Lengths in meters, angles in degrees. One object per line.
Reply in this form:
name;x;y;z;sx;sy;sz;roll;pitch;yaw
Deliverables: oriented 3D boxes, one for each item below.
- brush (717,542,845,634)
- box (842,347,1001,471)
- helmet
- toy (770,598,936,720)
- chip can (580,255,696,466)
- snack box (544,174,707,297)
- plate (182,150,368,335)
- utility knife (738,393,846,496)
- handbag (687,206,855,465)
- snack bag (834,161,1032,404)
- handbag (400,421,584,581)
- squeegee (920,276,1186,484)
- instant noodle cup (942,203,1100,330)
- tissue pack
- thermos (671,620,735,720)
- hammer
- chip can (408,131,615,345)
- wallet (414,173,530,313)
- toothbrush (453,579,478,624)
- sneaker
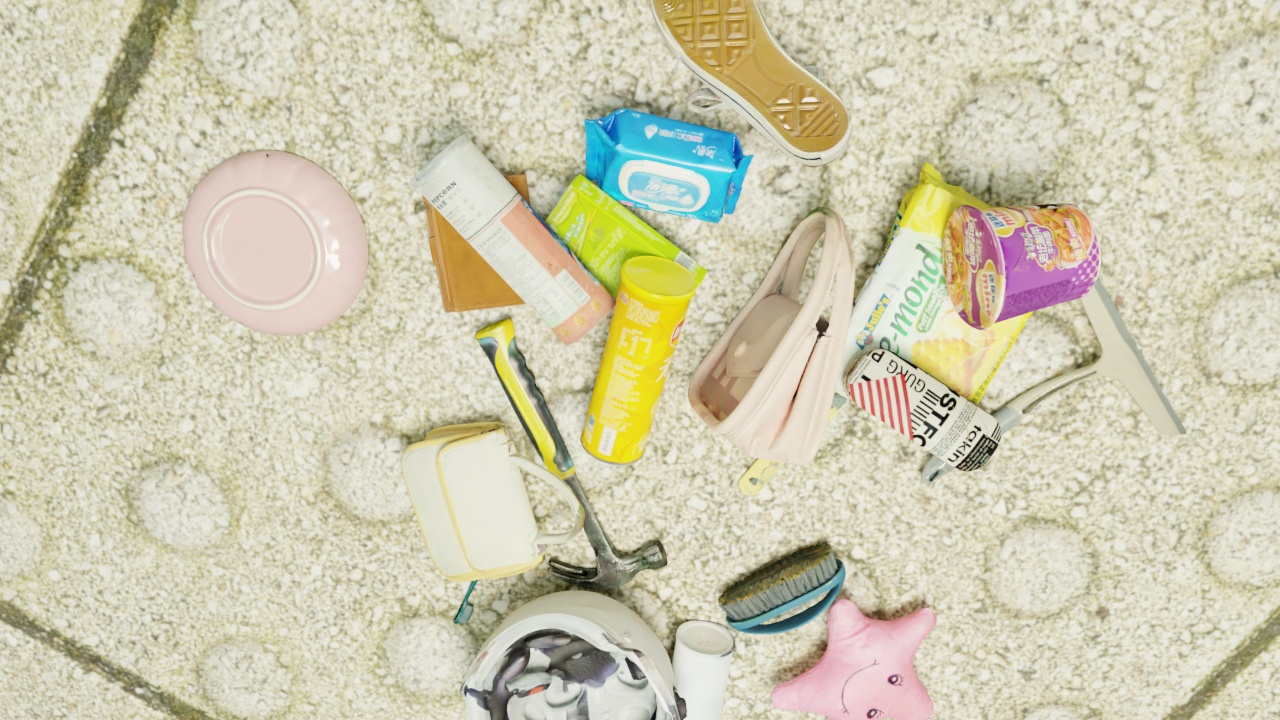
brush;0.160;0.259;1.006;0.144;0.055;0.073;-28;102;10
box;0.268;0.048;0.868;0.164;0.064;0.074;29;125;-8
helmet;-0.064;0.358;1.000;0.229;0.145;0.259;-23;108;13
toy;0.260;0.347;1.018;0.178;0.074;0.195;30;103;-10
chip can;-0.005;0.005;0.898;0.072;0.071;0.214;14;125;-2
snack box;-0.020;-0.105;0.902;0.156;0.026;0.086;36;137;-8
plate;-0.376;-0.114;0.931;0.192;0.039;0.192;1;106;3
utility knife;0.160;0.089;0.980;0.031;0.018;0.152;40;109;-3
handbag;0.136;-0.030;0.862;0.093;0.193;0.234;21;98;-10
snack bag;0.288;-0.049;0.902;0.158;0.068;0.247;24;106;-5
handbag;-0.151;0.147;0.962;0.179;0.063;0.163;-10;104;20
squeegee;0.394;0.054;0.944;0.247;0.039;0.246;-35;119;18
instant noodle cup;0.333;-0.089;0.801;0.099;0.111;0.111;-11;106;-3
tissue pack;0.021;-0.180;0.863;0.157;0.095;0.052;13;64;0
thermos;0.056;0.413;1.050;0.073;0.073;0.224;8;107;0
hammer;-0.092;0.107;0.987;0.126;0.031;0.323;-23;104;8
chip can;-0.118;-0.112;0.875;0.071;0.071;0.214;-39;106;13
wallet;-0.164;-0.115;0.922;0.119;0.035;0.131;-6;106;3
toothbrush;-0.169;0.223;1.033;0.018;0.016;0.192;23;107;-14
sneaker;0.099;-0.264;0.841;0.118;0.088;0.241;-41;79;1
